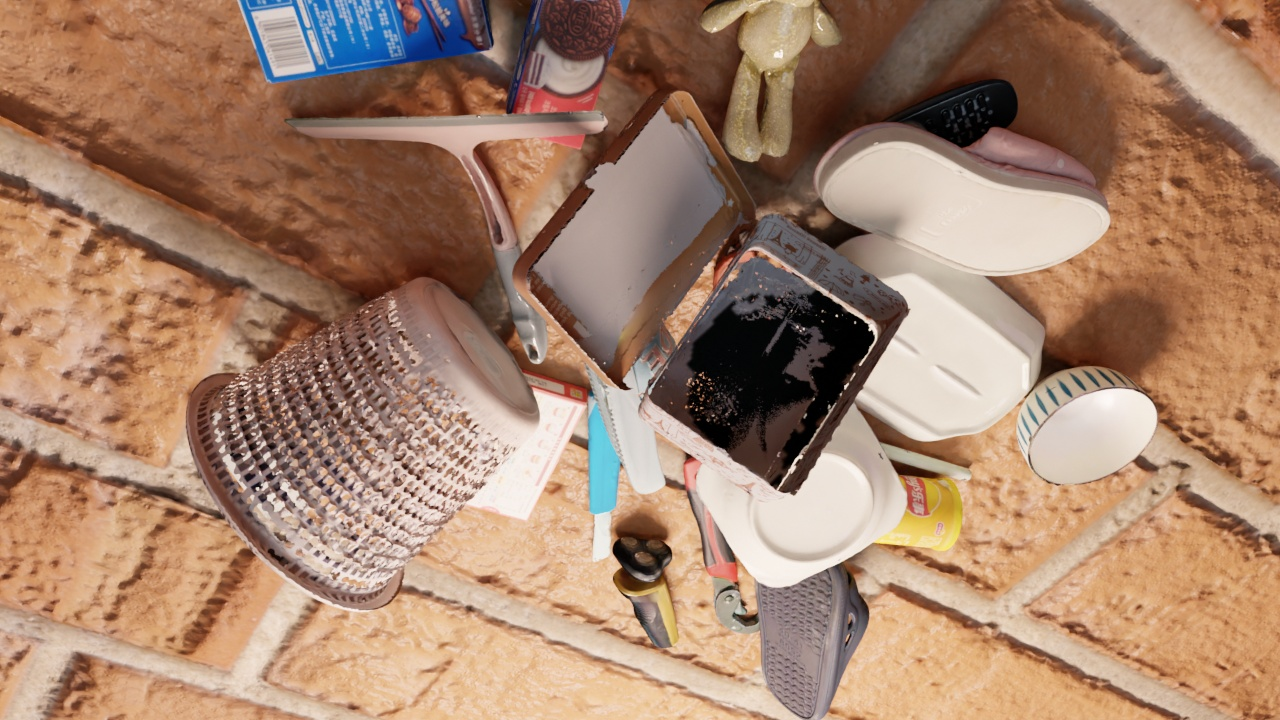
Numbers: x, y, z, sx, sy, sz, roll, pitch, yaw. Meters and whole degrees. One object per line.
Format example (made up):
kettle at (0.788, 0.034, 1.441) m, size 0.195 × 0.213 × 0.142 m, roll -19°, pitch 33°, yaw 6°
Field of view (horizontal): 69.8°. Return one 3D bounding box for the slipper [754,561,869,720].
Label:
slipper at (0.183, 0.271, 0.973) m, size 0.083 × 0.111 × 0.269 m, roll -29°, pitch 133°, yaw -32°

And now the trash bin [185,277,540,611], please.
trash bin at (-0.195, 0.048, 0.717) m, size 0.192 × 0.227 × 0.227 m, roll -37°, pitch 121°, yaw 6°

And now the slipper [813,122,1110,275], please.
slipper at (0.243, -0.126, 0.688) m, size 0.274 × 0.054 × 0.114 m, roll 8°, pitch 145°, yaw -28°

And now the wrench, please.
wrench at (0.085, 0.198, 0.950) m, size 0.056 × 0.016 × 0.274 m, roll -17°, pitch 126°, yaw 3°

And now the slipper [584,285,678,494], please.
slipper at (-0.004, 0.004, 0.751) m, size 0.074 × 0.104 × 0.246 m, roll -18°, pitch 123°, yaw -8°

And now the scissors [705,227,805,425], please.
scissors at (0.083, -0.018, 0.796) m, size 0.206 × 0.015 × 0.196 m, roll -32°, pitch 123°, yaw 18°

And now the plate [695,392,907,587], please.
plate at (0.147, 0.124, 0.815) m, size 0.164 × 0.034 × 0.163 m, roll -32°, pitch 109°, yaw 6°

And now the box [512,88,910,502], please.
box at (0.052, -0.038, 0.654) m, size 0.274 × 0.125 × 0.178 m, roll 40°, pitch 75°, yaw -18°

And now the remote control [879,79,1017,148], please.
remote control at (0.212, -0.170, 0.688) m, size 0.136 × 0.024 × 0.053 m, roll -22°, pitch 131°, yaw 12°

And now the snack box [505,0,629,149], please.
snack box at (-0.037, -0.246, 0.596) m, size 0.058 × 0.057 × 0.208 m, roll 12°, pitch 124°, yaw -16°

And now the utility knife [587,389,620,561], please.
utility knife at (-0.036, 0.118, 0.881) m, size 0.034 × 0.018 × 0.217 m, roll 0°, pitch 124°, yaw -6°

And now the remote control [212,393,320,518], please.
remote control at (-0.348, 0.090, 0.838) m, size 0.056 × 0.019 × 0.135 m, roll -16°, pitch 125°, yaw 7°

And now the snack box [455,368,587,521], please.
snack box at (-0.113, 0.079, 0.843) m, size 0.077 × 0.027 × 0.156 m, roll 19°, pitch 122°, yaw -16°

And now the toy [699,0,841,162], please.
toy at (0.091, -0.213, 0.623) m, size 0.105 × 0.066 × 0.157 m, roll 2°, pitch 119°, yaw -12°

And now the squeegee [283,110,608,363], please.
squeegee at (-0.110, -0.092, 0.707) m, size 0.248 × 0.040 × 0.250 m, roll 4°, pitch 139°, yaw 20°

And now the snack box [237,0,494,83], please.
snack box at (-0.183, -0.239, 0.608) m, size 0.157 × 0.026 × 0.085 m, roll -8°, pitch 126°, yaw 1°

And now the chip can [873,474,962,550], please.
chip can at (0.195, 0.139, 0.881) m, size 0.213 × 0.072 × 0.072 m, roll 6°, pitch 125°, yaw -9°

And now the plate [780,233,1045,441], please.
plate at (0.243, -0.008, 0.793) m, size 0.265 × 0.034 × 0.162 m, roll 31°, pitch 117°, yaw -27°

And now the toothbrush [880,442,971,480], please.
toothbrush at (0.241, 0.085, 0.880) m, size 0.189 × 0.020 × 0.029 m, roll 19°, pitch 152°, yaw -18°

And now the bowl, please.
bowl at (0.396, 0.050, 0.835) m, size 0.116 × 0.066 × 0.117 m, roll -4°, pitch 127°, yaw -5°

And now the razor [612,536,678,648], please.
razor at (0.014, 0.248, 0.965) m, size 0.067 × 0.062 × 0.168 m, roll -33°, pitch 133°, yaw -19°
